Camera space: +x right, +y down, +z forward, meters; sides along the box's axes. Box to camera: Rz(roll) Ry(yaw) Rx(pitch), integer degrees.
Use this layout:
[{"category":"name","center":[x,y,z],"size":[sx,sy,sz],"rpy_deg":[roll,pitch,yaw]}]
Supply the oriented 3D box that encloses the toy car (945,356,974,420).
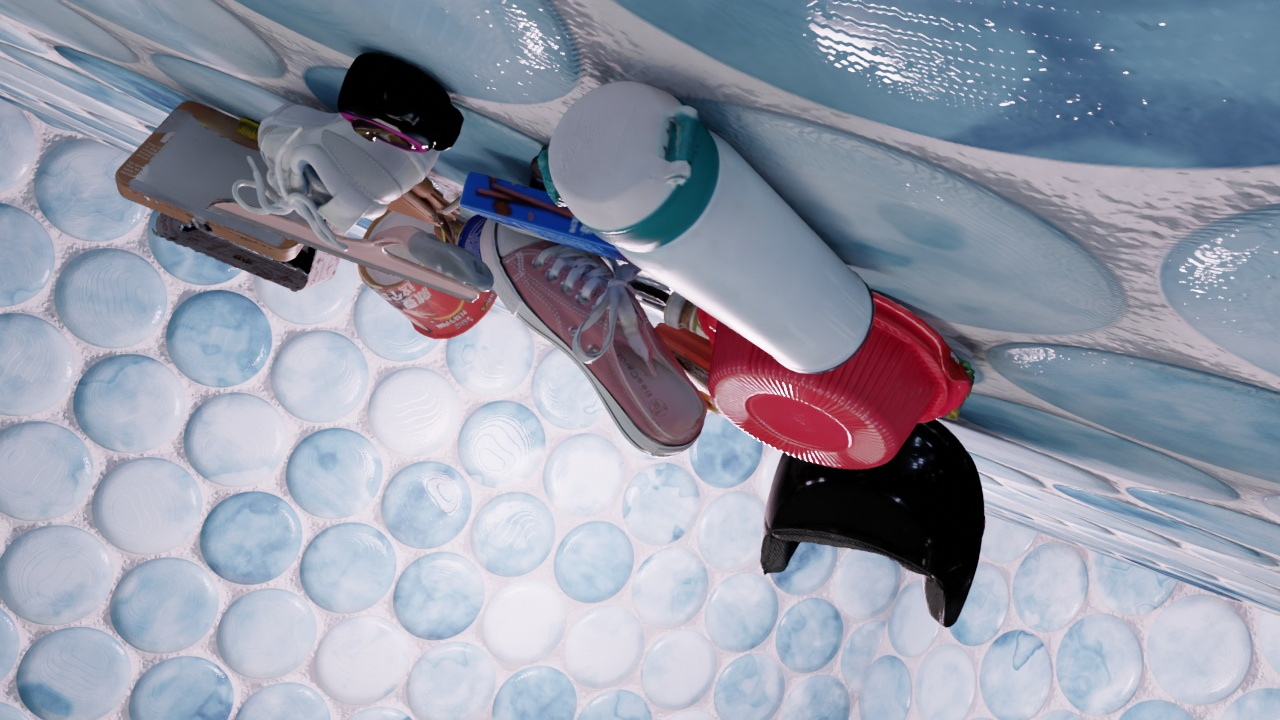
[{"category":"toy car","center":[0.217,0.016,0.667],"size":[0.043,0.036,0.091],"rpy_deg":[19,168,15]}]

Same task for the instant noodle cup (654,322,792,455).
[{"category":"instant noodle cup","center":[0.088,0.013,0.891],"size":[0.164,0.079,0.189],"rpy_deg":[32,172,25]}]

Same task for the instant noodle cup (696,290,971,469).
[{"category":"instant noodle cup","center":[0.119,0.017,0.630],"size":[0.194,0.065,0.194],"rpy_deg":[22,157,10]}]

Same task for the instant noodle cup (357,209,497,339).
[{"category":"instant noodle cup","center":[-0.238,-0.104,1.019],"size":[0.138,0.137,0.108],"rpy_deg":[20,171,33]}]

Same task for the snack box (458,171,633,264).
[{"category":"snack box","center":[-0.034,-0.088,0.618],"size":[0.157,0.026,0.084],"rpy_deg":[18,-178,18]}]

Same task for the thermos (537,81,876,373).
[{"category":"thermos","center":[0.040,-0.054,0.434],"size":[0.073,0.073,0.224],"rpy_deg":[20,176,36]}]

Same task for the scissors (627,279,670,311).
[{"category":"scissors","center":[-0.018,-0.077,0.971],"size":[0.175,0.014,0.159],"rpy_deg":[24,177,-12]}]

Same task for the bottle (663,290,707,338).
[{"category":"bottle","center":[0.116,-0.012,0.749],"size":[0.206,0.059,0.059],"rpy_deg":[22,177,20]}]

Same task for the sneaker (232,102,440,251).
[{"category":"sneaker","center":[-0.225,-0.126,0.645],"size":[0.089,0.090,0.243],"rpy_deg":[41,164,-33]}]

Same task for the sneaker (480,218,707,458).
[{"category":"sneaker","center":[-0.030,-0.039,0.683],"size":[0.241,0.118,0.088],"rpy_deg":[52,147,14]}]

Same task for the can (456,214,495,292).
[{"category":"can","center":[-0.100,-0.085,0.843],"size":[0.049,0.074,0.148],"rpy_deg":[24,179,40]}]

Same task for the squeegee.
[{"category":"squeegee","center":[-0.174,-0.083,0.708],"size":[0.247,0.040,0.250],"rpy_deg":[20,178,-39]}]

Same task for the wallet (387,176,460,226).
[{"category":"wallet","center":[-0.221,-0.157,0.775],"size":[0.119,0.035,0.130],"rpy_deg":[17,168,22]}]

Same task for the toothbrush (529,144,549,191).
[{"category":"toothbrush","center":[-0.065,-0.120,0.598],"size":[0.014,0.017,0.189],"rpy_deg":[27,179,-9]}]

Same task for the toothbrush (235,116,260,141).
[{"category":"toothbrush","center":[-0.308,-0.196,0.912],"size":[0.190,0.016,0.016],"rpy_deg":[22,178,-6]}]

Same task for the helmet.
[{"category":"helmet","center":[0.266,0.157,1.030],"size":[0.234,0.230,0.274],"rpy_deg":[14,-178,24]}]

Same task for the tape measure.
[{"category":"tape measure","center":[-0.132,-0.136,0.494],"size":[0.058,0.039,0.057],"rpy_deg":[21,177,21]}]

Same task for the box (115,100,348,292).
[{"category":"box","center":[-0.402,-0.160,0.926],"size":[0.182,0.154,0.180],"rpy_deg":[22,-163,-1]}]
